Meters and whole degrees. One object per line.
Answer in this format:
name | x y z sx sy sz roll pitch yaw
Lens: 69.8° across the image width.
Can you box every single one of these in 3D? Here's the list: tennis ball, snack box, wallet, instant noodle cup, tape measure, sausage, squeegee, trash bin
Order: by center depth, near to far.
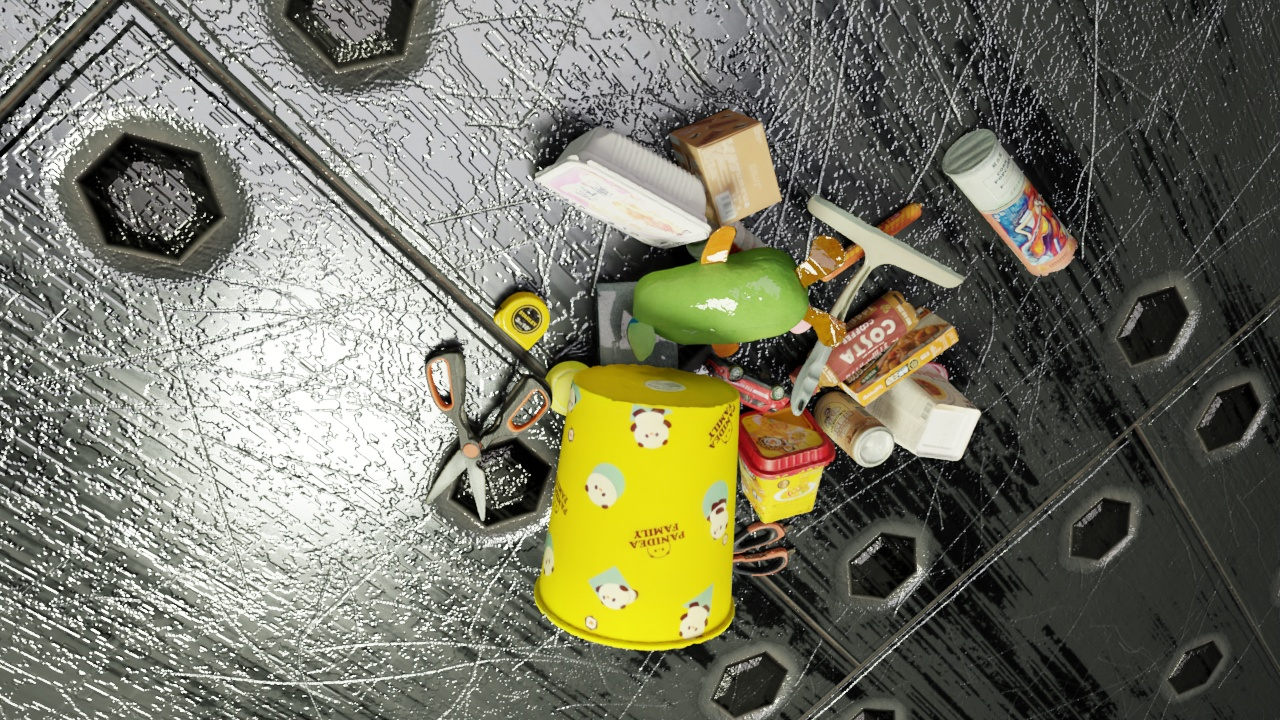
instant noodle cup | -0.012 -0.186 0.976 0.173 0.138 0.060 26 80 -23
snack box | 0.093 -0.214 1.011 0.077 0.094 0.093 -25 118 -8
trash bin | 0.004 0.148 1.019 0.229 0.229 0.255 1 103 -19
tape measure | -0.133 -0.050 1.047 0.057 0.029 0.060 -45 119 5
wallet | -0.005 -0.034 1.078 0.097 0.019 0.121 -6 102 -15
tennis ball | -0.082 0.033 1.080 0.065 0.065 0.065 -7 115 -16
squeegee | 0.243 -0.045 1.129 0.246 0.039 0.247 22 101 -24
sausage | 0.287 -0.148 1.149 0.165 0.021 0.021 -35 119 -1
snack box | 0.329 -0.006 1.197 0.153 0.075 0.026 -35 120 -1
instant noodle cup | 0.181 0.137 1.198 0.116 0.116 0.124 -13 128 -13
instant noodle cup | 0.372 0.069 1.217 0.116 0.124 0.117 9 110 -22

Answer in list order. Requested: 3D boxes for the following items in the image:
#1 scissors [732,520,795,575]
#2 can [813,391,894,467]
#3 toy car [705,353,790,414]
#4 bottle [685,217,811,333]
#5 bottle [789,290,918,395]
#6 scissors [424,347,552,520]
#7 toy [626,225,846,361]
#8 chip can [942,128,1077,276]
scissors | 0.115 0.263 1.281 0.206 0.015 0.195 38 98 -29
can | 0.277 0.088 1.198 0.058 0.116 0.058 -7 115 -17
toy car | 0.134 0.031 1.160 0.120 0.053 0.045 27 100 -26
bottle | 0.139 -0.101 1.097 0.197 0.068 0.068 37 97 -32
bottle | 0.272 -0.018 1.182 0.175 0.057 0.057 -37 119 0
scissors | -0.196 0.081 1.077 0.221 0.021 0.224 -30 108 16
toy | 0.104 -0.069 1.017 0.247 0.089 0.227 -4 140 6
chip can | 0.470 -0.196 1.162 0.214 0.071 0.071 38 97 -29
